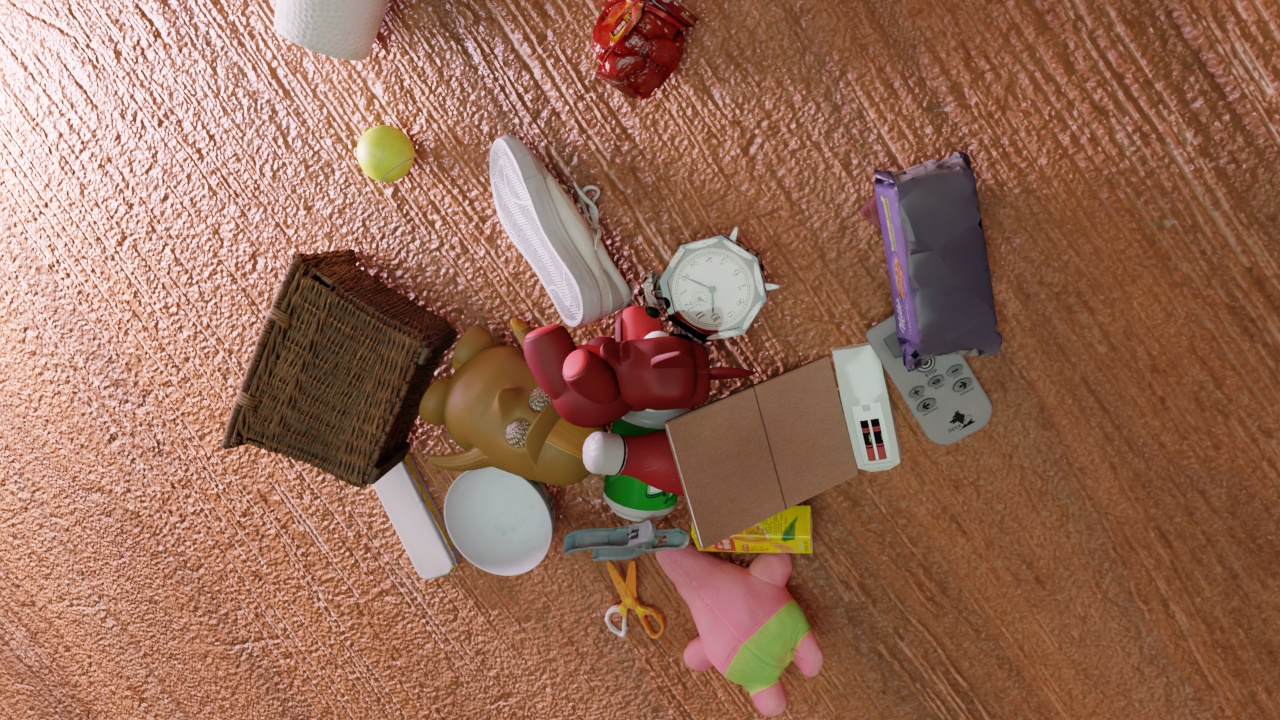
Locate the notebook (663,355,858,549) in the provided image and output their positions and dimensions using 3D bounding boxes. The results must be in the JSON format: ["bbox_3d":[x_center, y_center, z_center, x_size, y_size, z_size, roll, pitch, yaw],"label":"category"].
[{"bbox_3d":[0.134,0.094,0.977,0.208,0.008,0.141,-21,101,-23],"label":"notebook"}]

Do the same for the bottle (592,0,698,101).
[{"bbox_3d":[-0.006,-0.329,0.936,0.099,0.098,0.111,41,109,4],"label":"bottle"}]

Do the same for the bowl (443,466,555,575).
[{"bbox_3d":[-0.163,0.186,1.145,0.144,0.074,0.144,5,107,17],"label":"bowl"}]

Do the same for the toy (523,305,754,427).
[{"bbox_3d":[-0.006,0.005,0.944,0.198,0.158,0.120,-7,76,32],"label":"toy"}]

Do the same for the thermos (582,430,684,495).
[{"bbox_3d":[0.051,0.110,0.986,0.239,0.073,0.073,9,113,-26],"label":"thermos"}]

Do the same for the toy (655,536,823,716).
[{"bbox_3d":[0.107,0.295,1.082,0.237,0.096,0.192,43,106,19],"label":"toy"}]

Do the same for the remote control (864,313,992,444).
[{"bbox_3d":[0.305,0.015,0.963,0.074,0.019,0.151,-32,94,11],"label":"remote control"}]

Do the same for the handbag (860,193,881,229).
[{"bbox_3d":[0.284,-0.130,0.936,0.119,0.029,0.055,44,109,-3],"label":"handbag"}]

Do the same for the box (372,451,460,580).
[{"bbox_3d":[-0.306,0.192,1.221,0.064,0.033,0.209,-22,97,23],"label":"box"}]

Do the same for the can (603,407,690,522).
[{"bbox_3d":[0.007,0.108,1.060,0.088,0.087,0.140,13,109,15],"label":"can"}]

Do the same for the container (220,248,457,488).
[{"bbox_3d":[-0.349,0.018,1.104,0.183,0.162,0.250,26,102,1],"label":"container"}]

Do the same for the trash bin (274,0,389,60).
[{"bbox_3d":[-0.330,-0.427,1.002,0.133,0.133,0.162,29,117,8],"label":"trash bin"}]

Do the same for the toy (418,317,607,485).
[{"bbox_3d":[-0.134,0.066,1.051,0.203,0.162,0.198,29,82,19],"label":"toy"}]

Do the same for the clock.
[{"bbox_3d":[0.066,-0.069,0.999,0.155,0.065,0.114,-35,92,16],"label":"clock"}]

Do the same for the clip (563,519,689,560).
[{"bbox_3d":[-0.038,0.209,1.072,0.167,0.127,0.028,-23,59,45],"label":"clip"}]

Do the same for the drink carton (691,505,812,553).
[{"bbox_3d":[0.128,0.191,1.049,0.135,0.058,0.042,-2,60,13],"label":"drink carton"}]

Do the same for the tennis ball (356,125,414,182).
[{"bbox_3d":[-0.298,-0.242,1.073,0.065,0.065,0.065,5,106,17],"label":"tennis ball"}]

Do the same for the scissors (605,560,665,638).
[{"bbox_3d":[-0.023,0.301,1.156,0.097,0.012,0.133,-20,108,24],"label":"scissors"}]

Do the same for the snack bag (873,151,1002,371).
[{"bbox_3d":[0.293,-0.095,0.903,0.096,0.058,0.205,-13,102,4],"label":"snack bag"}]

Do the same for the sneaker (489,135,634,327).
[{"bbox_3d":[-0.087,-0.151,1.030,0.242,0.090,0.090,60,145,15],"label":"sneaker"}]

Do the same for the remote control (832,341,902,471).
[{"bbox_3d":[0.247,0.053,0.998,0.050,0.024,0.143,-11,101,21],"label":"remote control"}]
